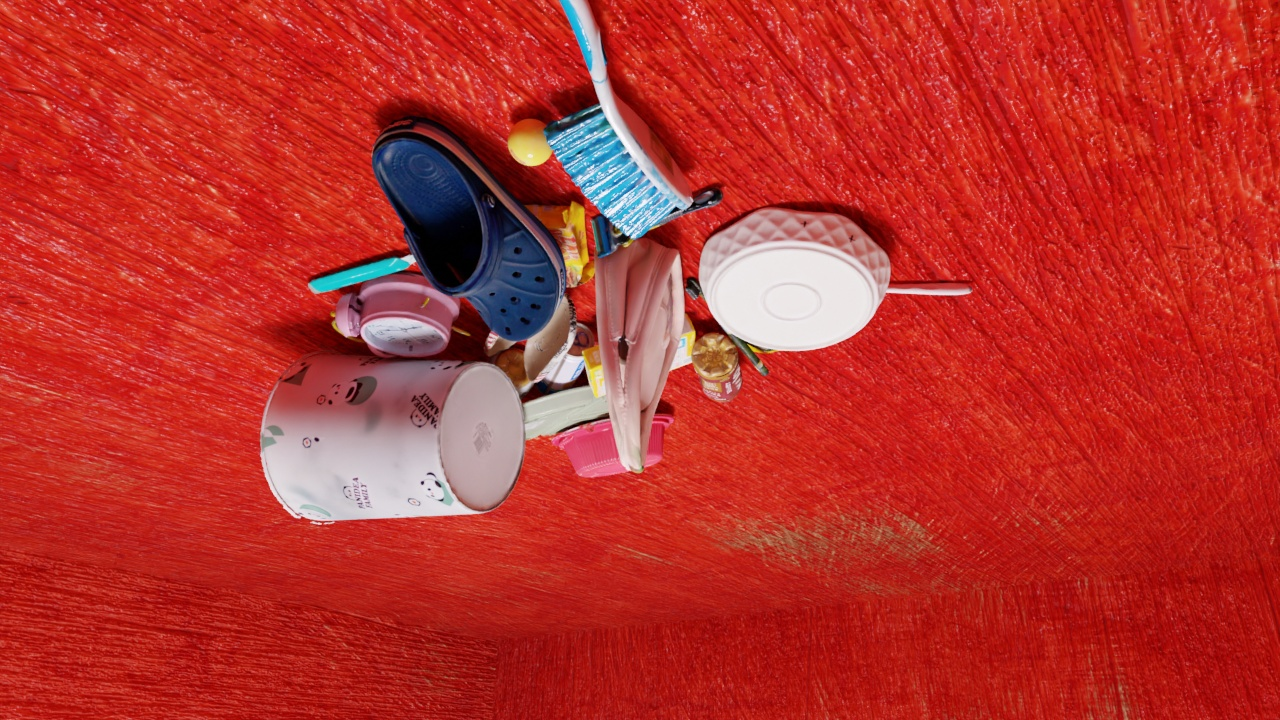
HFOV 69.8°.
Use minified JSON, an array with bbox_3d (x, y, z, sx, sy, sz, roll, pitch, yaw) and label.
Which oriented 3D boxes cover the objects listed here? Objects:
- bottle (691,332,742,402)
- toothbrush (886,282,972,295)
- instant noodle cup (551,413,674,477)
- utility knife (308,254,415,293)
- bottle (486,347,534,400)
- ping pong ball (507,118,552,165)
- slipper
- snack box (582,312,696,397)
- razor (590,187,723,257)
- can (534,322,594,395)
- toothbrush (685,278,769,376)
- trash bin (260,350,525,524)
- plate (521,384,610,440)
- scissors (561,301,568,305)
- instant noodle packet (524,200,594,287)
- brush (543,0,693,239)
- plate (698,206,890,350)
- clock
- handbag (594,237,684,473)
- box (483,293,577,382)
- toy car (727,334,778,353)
[{"bbox_3d":[0.103,0.016,1.201,0.057,0.057,0.175,-4,163,9],"label":"bottle"},{"bbox_3d":[0.290,-0.084,1.048,0.180,0.016,0.016,1,149,1],"label":"toothbrush"},{"bbox_3d":[-0.036,0.135,1.412,0.194,0.065,0.194,-12,167,-3],"label":"instant noodle cup"},{"bbox_3d":[-0.290,-0.103,1.023,0.223,0.013,0.029,-11,154,26],"label":"utility knife"},{"bbox_3d":[-0.201,0.044,1.271,0.068,0.068,0.190,11,153,-21],"label":"bottle"},{"bbox_3d":[-0.096,-0.190,0.801,0.040,0.040,0.040,1,155,0],"label":"ping pong ball"},{"bbox_3d":[-0.155,-0.108,0.850,0.105,0.095,0.253,-14,130,24],"label":"slipper"},{"bbox_3d":[0.000,-0.005,1.149,0.140,0.033,0.087,-22,155,-6],"label":"snack box"},{"bbox_3d":[0.018,-0.143,0.916,0.143,0.042,0.022,-17,169,23],"label":"razor"},{"bbox_3d":[-0.099,0.001,1.193,0.053,0.053,0.135,8,154,-15],"label":"can"},{"bbox_3d":[0.106,-0.035,1.100,0.012,0.017,0.186,-11,137,36],"label":"toothbrush"},{"bbox_3d":[-0.298,0.095,1.157,0.252,0.229,0.229,-3,156,25],"label":"trash bin"},{"bbox_3d":[-0.108,0.075,1.293,0.230,0.027,0.230,-16,169,-3],"label":"plate"},{"bbox_3d":[-0.162,-0.092,0.973,0.181,0.014,0.159,-8,149,46],"label":"scissors"},{"bbox_3d":[-0.106,-0.119,0.952,0.111,0.044,0.128,-3,155,3],"label":"instant noodle packet"},{"bbox_3d":[-0.037,-0.209,0.755,0.110,0.060,0.314,-18,147,24],"label":"brush"},{"bbox_3d":[0.162,-0.077,0.984,0.205,0.045,0.205,7,145,5],"label":"plate"},{"bbox_3d":[-0.292,-0.048,1.087,0.159,0.059,0.117,-7,153,21],"label":"clock"},{"bbox_3d":[-0.006,0.006,0.988,0.093,0.233,0.193,2,154,6],"label":"handbag"},{"bbox_3d":[-0.125,-0.026,1.099,0.076,0.087,0.163,-31,171,-36],"label":"box"},{"bbox_3d":[0.172,-0.040,1.116,0.071,0.041,0.156,24,148,-38],"label":"toy car"}]
